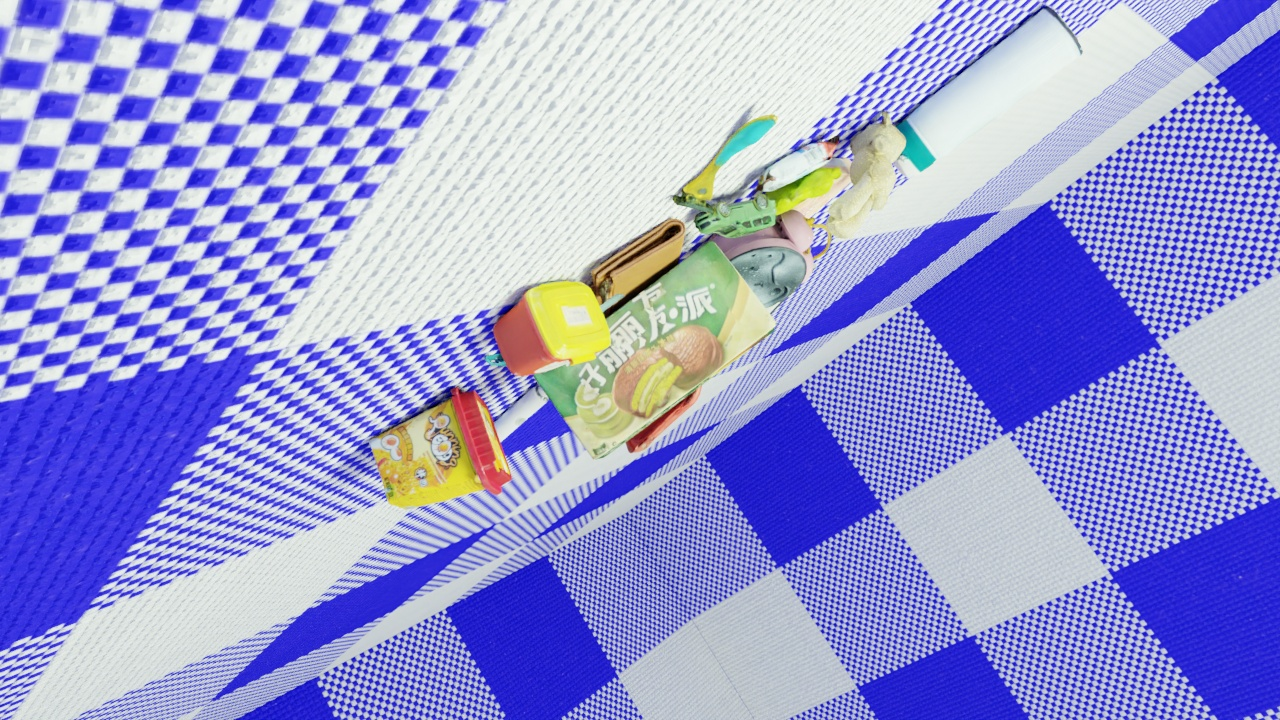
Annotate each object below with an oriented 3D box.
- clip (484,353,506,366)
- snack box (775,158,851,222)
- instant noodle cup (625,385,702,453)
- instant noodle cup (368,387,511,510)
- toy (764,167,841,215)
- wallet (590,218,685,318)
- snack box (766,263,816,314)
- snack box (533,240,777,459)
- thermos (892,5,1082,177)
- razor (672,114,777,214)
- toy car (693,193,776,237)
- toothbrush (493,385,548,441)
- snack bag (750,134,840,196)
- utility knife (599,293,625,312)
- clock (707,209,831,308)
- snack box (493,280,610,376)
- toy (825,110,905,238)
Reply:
[{"bbox_3d":[-0.145,-0.004,0.974,0.041,0.014,0.056,-34,167,7],"label":"clip"},{"bbox_3d":[0.179,-0.179,1.087,0.158,0.026,0.084,-42,165,34],"label":"snack box"},{"bbox_3d":[-0.006,0.006,1.079,0.079,0.164,0.189,3,150,-30],"label":"instant noodle cup"},{"bbox_3d":[-0.219,0.104,1.005,0.123,0.116,0.116,-20,167,-3],"label":"instant noodle cup"},{"bbox_3d":[0.167,-0.182,0.984,0.100,0.031,0.096,-22,-167,34],"label":"toy"},{"bbox_3d":[-0.004,-0.089,0.957,0.107,0.031,0.132,-33,167,-11],"label":"wallet"},{"bbox_3d":[0.147,-0.080,1.356,0.177,0.046,0.183,-27,167,-27],"label":"snack box"},{"bbox_3d":[0.016,-0.008,0.968,0.240,0.114,0.063,-36,173,3],"label":"snack box"},{"bbox_3d":[0.380,-0.297,1.043,0.225,0.073,0.073,-37,168,22],"label":"thermos"},{"bbox_3d":[0.079,-0.179,0.820,0.043,0.028,0.133,11,148,-27],"label":"razor"},{"bbox_3d":[0.098,-0.146,0.942,0.091,0.036,0.043,-11,179,-28],"label":"toy car"},{"bbox_3d":[-0.145,0.058,1.188,0.222,0.026,0.026,-40,160,30],"label":"toothbrush"},{"bbox_3d":[0.160,-0.200,0.946,0.104,0.026,0.048,-29,-177,-12],"label":"snack bag"},{"bbox_3d":[-0.077,-0.027,0.968,0.033,0.015,0.217,-17,170,-39],"label":"utility knife"},{"bbox_3d":[0.145,-0.117,1.056,0.158,0.059,0.117,-16,147,2],"label":"clock"},{"bbox_3d":[-0.087,-0.026,0.883,0.080,0.082,0.091,-29,171,36],"label":"snack box"},{"bbox_3d":[0.240,-0.196,0.985,0.156,0.066,0.105,-59,149,-29],"label":"toy"}]
